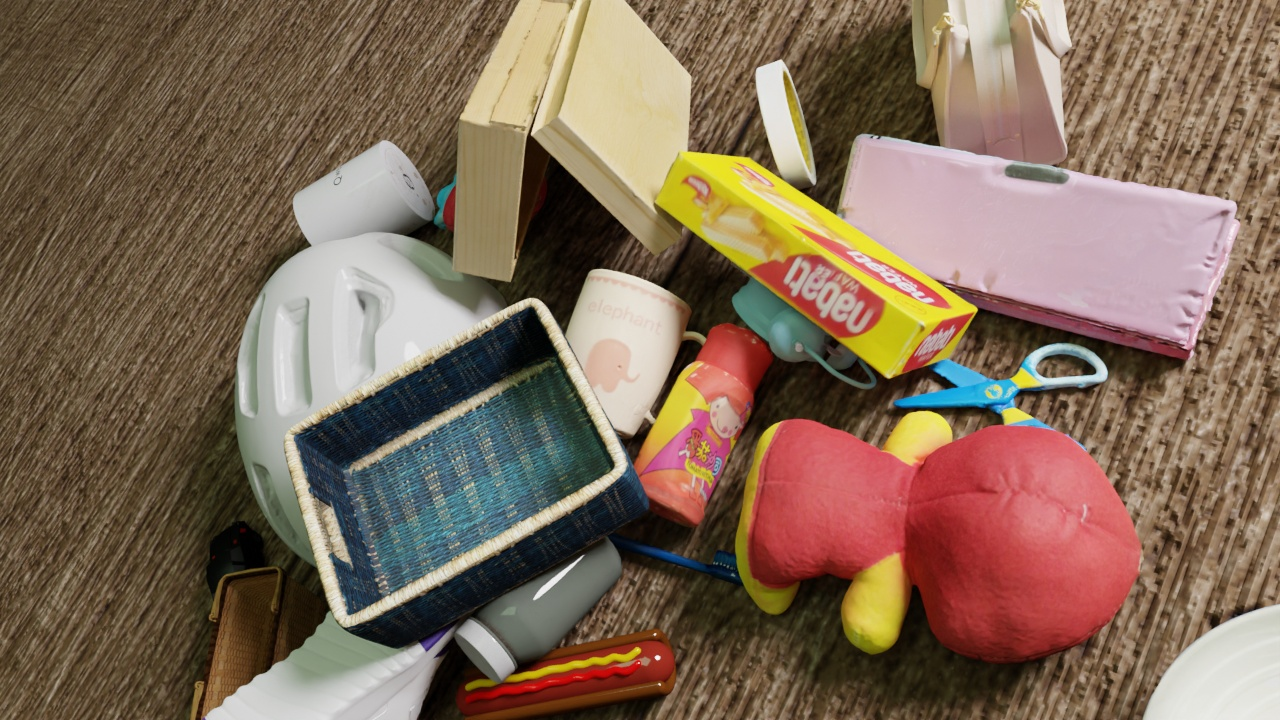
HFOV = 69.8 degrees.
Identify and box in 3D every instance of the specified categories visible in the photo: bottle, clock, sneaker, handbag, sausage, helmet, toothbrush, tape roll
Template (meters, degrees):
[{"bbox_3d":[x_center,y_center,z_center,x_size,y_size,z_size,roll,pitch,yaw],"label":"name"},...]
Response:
[{"bbox_3d":[-0.066,0.153,0.594,0.060,0.060,0.108,26,54,35],"label":"bottle"},{"bbox_3d":[0.109,-0.020,0.606,0.042,0.087,0.123,-58,47,25],"label":"clock"},{"bbox_3d":[-0.175,0.218,0.617,0.092,0.111,0.243,28,59,38],"label":"sneaker"},{"bbox_3d":[0.221,-0.248,0.597,0.101,0.198,0.194,-8,61,23],"label":"handbag"},{"bbox_3d":[-0.050,0.206,0.590,0.156,0.040,0.040,-17,58,18],"label":"sausage"},{"bbox_3d":[0.042,0.040,0.612,0.048,0.071,0.134,17,72,35],"label":"bottle"},{"bbox_3d":[-0.213,0.037,0.729,0.225,0.183,0.282,-10,80,27],"label":"helmet"},{"bbox_3d":[-0.012,0.122,0.631,0.190,0.016,0.017,9,61,31],"label":"toothbrush"},{"bbox_3d":[0.108,-0.173,0.679,0.019,0.094,0.093,-14,59,19],"label":"tape roll"}]

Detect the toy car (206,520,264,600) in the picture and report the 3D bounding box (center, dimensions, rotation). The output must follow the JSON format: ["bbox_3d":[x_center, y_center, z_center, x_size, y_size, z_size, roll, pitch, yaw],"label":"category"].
[{"bbox_3d":[-0.335,0.171,0.754,0.042,0.036,0.091,-37,54,5],"label":"toy car"}]

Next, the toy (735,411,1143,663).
[{"bbox_3d":[0.158,0.093,0.514,0.217,0.098,0.147,2,73,33],"label":"toy"}]

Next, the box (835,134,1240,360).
[{"bbox_3d":[0.233,-0.081,0.575,0.233,0.080,0.099,22,75,34],"label":"box"}]

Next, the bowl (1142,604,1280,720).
[{"bbox_3d":[0.314,0.198,0.398,0.177,0.058,0.176,-12,60,21],"label":"bowl"}]

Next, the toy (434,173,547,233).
[{"bbox_3d":[-0.138,-0.144,0.813,0.092,0.062,0.133,-38,32,-21],"label":"toy"}]

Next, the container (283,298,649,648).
[{"bbox_3d":[-0.108,0.069,0.569,0.187,0.071,0.145,-29,59,-1],"label":"container"}]

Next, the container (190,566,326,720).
[{"bbox_3d":[-0.281,0.219,0.686,0.063,0.061,0.113,-13,59,21],"label":"container"}]

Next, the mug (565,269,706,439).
[{"bbox_3d":[-0.004,0.004,0.658,0.111,0.085,0.104,21,81,4],"label":"mug"}]

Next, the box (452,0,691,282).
[{"bbox_3d":[-0.054,-0.189,0.699,0.179,0.142,0.247,-5,42,10],"label":"box"}]

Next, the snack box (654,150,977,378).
[{"bbox_3d":[0.110,-0.068,0.591,0.200,0.092,0.042,41,120,27],"label":"snack box"}]

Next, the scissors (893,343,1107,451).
[{"bbox_3d":[0.224,0.013,0.570,0.109,0.018,0.131,-48,53,-9],"label":"scissors"}]

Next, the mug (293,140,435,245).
[{"bbox_3d":[-0.257,-0.152,0.871,0.096,0.083,0.119,-27,26,11],"label":"mug"}]
